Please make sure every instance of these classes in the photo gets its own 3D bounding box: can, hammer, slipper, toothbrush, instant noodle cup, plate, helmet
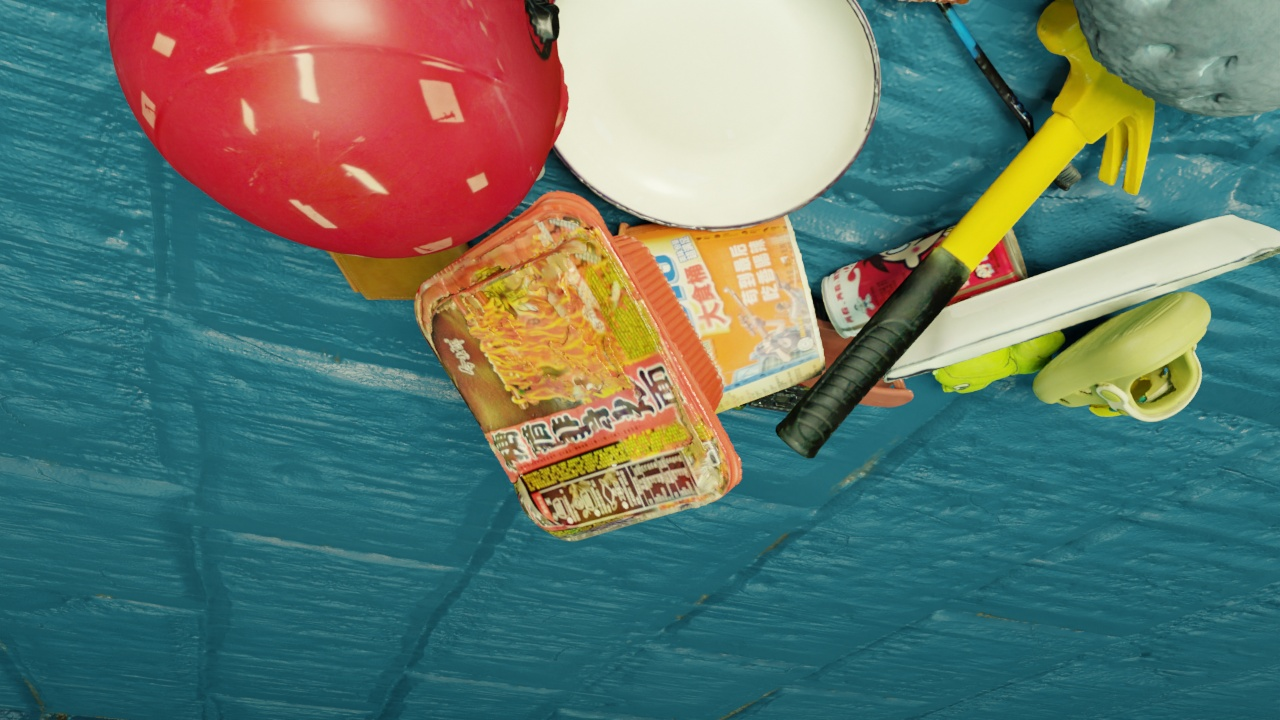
[{"bbox_3d":[0.201,-0.059,0.658,0.133,0.053,0.053,-20,141,29],"label":"can"},{"bbox_3d":[0.190,-0.059,0.557,0.128,0.033,0.301,30,107,-33],"label":"hammer"},{"bbox_3d":[0.360,0.011,0.674,0.091,0.081,0.190,-34,168,-3],"label":"slipper"},{"bbox_3d":[0.223,-0.157,0.549,0.016,0.014,0.189,-26,136,33],"label":"toothbrush"},{"bbox_3d":[-0.033,0.003,0.536,0.165,0.078,0.189,-22,102,40],"label":"instant noodle cup"},{"bbox_3d":[0.058,-0.036,0.628,0.111,0.151,0.151,-14,144,8],"label":"instant noodle cup"},{"bbox_3d":[0.293,-0.043,0.635,0.266,0.034,0.162,-20,171,16],"label":"plate"},{"bbox_3d":[-0.142,-0.129,0.445,0.207,0.143,0.240,-14,136,21],"label":"helmet"},{"bbox_3d":[0.036,-0.157,0.516,0.192,0.038,0.193,6,140,5],"label":"plate"}]

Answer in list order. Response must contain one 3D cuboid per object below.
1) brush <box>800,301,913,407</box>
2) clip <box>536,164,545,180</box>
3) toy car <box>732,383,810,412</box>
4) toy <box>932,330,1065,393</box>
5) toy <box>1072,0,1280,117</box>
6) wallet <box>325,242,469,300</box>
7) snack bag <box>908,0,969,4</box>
[{"bbox_3d":[0.149,-0.005,0.727,0.145,0.069,0.063,13,144,-16],"label":"brush"},{"bbox_3d":[-0.091,-0.127,0.603,0.058,0.043,0.027,0,145,-4],"label":"clip"},{"bbox_3d":[0.118,0.024,0.804,0.106,0.031,0.049,6,145,-9],"label":"toy car"},{"bbox_3d":[0.293,-0.002,0.760,0.100,0.031,0.097,-4,146,0],"label":"toy"},{"bbox_3d":[0.291,-0.190,0.443,0.356,0.091,0.138,17,115,-24],"label":"toy"},{"bbox_3d":[-0.183,-0.087,0.648,0.119,0.035,0.131,3,148,8],"label":"wallet"},{"bbox_3d":[0.158,-0.222,0.444,0.048,0.026,0.104,-5,148,-12],"label":"snack bag"}]
